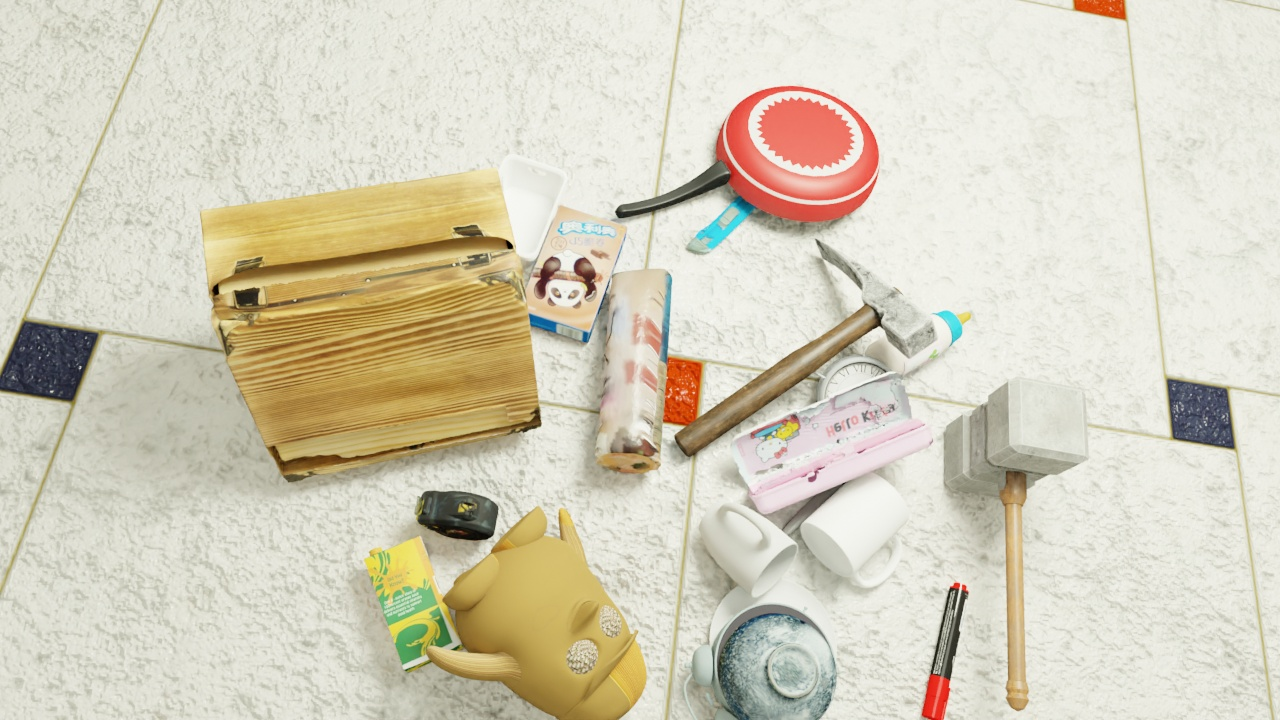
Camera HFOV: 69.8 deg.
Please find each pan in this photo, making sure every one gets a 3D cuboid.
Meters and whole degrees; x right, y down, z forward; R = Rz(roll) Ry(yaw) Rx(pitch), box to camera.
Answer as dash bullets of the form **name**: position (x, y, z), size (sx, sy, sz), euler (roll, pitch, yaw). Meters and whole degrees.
- **pan**: position (0.135, -0.244, 1.143), size (0.355, 0.067, 0.208), euler (-18, 62, -18)

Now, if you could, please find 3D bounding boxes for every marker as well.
- **marker**: position (0.325, 0.307, 0.971), size (0.023, 0.021, 0.144), euler (30, 65, -19)
- **marker**: position (0.204, 0.151, 1.018), size (0.138, 0.022, 0.016), euler (-38, 90, -20)

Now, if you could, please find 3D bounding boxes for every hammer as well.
- **hammer**: position (0.386, 0.194, 0.947), size (0.083, 0.163, 0.317), euler (10, 67, -4)
- **hammer**: position (0.152, -0.008, 1.049), size (0.300, 0.037, 0.217), euler (-34, 40, -2)

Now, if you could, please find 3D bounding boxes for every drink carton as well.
- **drink carton**: position (-0.227, 0.239, 0.914), size (0.058, 0.041, 0.122), euler (-21, 73, -15)

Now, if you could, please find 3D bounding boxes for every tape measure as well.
- **tape measure**: position (-0.182, 0.158, 0.938), size (0.071, 0.072, 0.042), euler (-6, 60, 20)

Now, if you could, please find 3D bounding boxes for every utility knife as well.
- **utility knife**: position (0.122, -0.190, 1.150), size (0.031, 0.015, 0.173), euler (40, 67, 8)

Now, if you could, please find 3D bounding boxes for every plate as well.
- **plate**: position (0.137, 0.294, 0.956), size (0.134, 0.011, 0.134), euler (3, 68, -7)

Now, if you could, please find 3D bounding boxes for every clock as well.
- **clock**: position (0.254, 0.051, 1.039), size (0.094, 0.035, 0.122), euler (-29, 89, 7)
- **clock**: position (0.119, 0.312, 0.915), size (0.159, 0.045, 0.122), euler (-22, 72, -15)

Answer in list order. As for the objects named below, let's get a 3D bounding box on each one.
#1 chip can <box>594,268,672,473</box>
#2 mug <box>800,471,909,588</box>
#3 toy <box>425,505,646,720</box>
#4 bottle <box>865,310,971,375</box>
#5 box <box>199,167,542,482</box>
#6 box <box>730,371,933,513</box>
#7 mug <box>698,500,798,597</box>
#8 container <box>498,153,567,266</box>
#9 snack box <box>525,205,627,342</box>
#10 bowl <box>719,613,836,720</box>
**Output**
- **chip can**: position (-0.006, 0.006, 1.019), size (0.080, 0.080, 0.229), euler (6, 67, -5)
- **mug**: position (0.239, 0.189, 0.987), size (0.090, 0.074, 0.110), euler (-38, 103, -20)
- **toy**: position (-0.078, 0.259, 0.871), size (0.203, 0.163, 0.198), euler (47, 51, 0)
- **bottle**: position (0.337, -0.025, 1.091), size (0.146, 0.051, 0.051), euler (-26, 73, -17)
- **box**: position (-0.251, -0.034, 0.904), size (0.279, 0.258, 0.215), euler (-10, 67, -11)
- **box**: position (0.200, 0.083, 0.987), size (0.202, 0.088, 0.095), euler (-23, 85, 2)
- **mug**: position (0.106, 0.179, 0.946), size (0.071, 0.107, 0.089), euler (-37, 57, -23)
- **container**: position (-0.143, -0.172, 1.088), size (0.081, 0.050, 0.129), euler (18, 67, 0)
- **snack box**: position (-0.078, -0.102, 1.077), size (0.087, 0.034, 0.151), euler (18, 66, 0)
- **bowl**: position (0.137, 0.294, 0.867), size (0.114, 0.061, 0.114), euler (3, 68, -8)
